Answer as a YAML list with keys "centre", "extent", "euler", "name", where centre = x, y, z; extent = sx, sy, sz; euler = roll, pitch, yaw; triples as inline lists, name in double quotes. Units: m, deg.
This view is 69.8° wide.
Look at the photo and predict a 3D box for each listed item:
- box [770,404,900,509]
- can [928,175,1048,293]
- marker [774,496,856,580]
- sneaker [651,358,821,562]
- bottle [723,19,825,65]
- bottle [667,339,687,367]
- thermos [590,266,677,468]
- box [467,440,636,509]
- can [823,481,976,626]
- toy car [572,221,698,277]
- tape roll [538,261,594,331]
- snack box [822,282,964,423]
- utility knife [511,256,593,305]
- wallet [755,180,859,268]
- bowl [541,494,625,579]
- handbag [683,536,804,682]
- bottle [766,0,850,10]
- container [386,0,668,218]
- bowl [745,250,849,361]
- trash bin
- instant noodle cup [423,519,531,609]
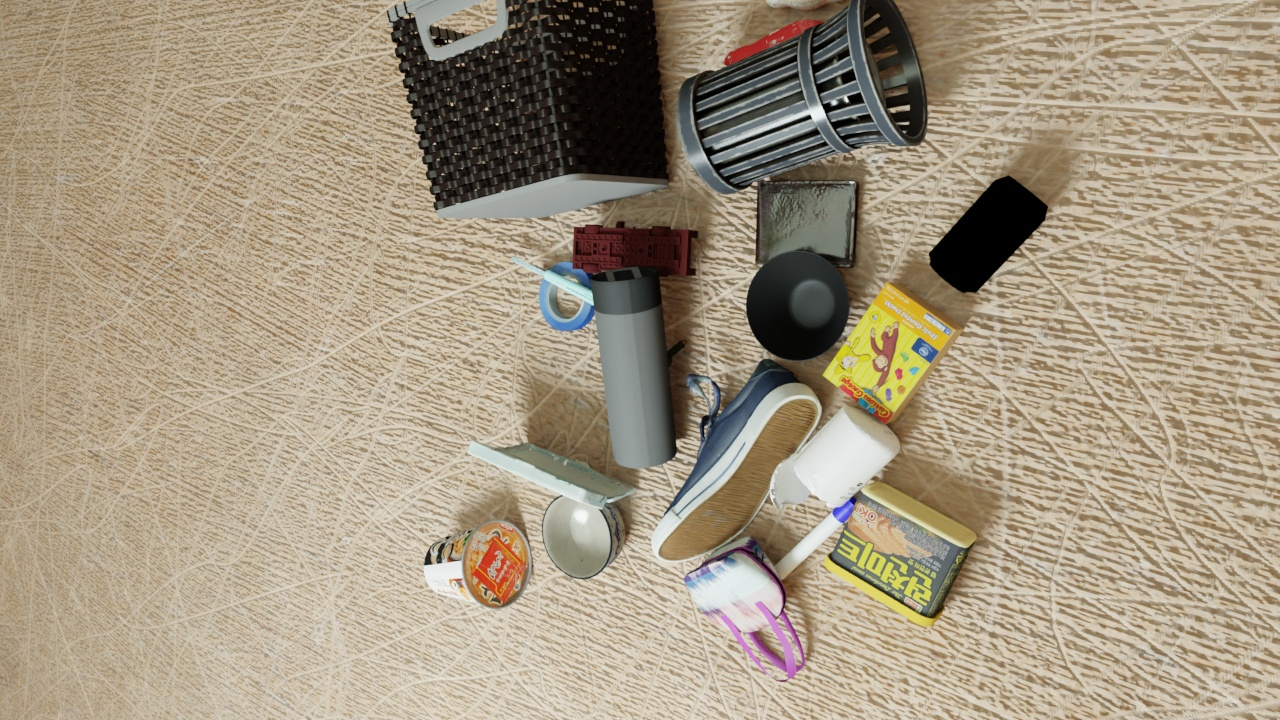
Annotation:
- centre: [0.211, 0.121, 1.037]
  extent: [0.161, 0.081, 0.092]
  euler: [-51, 53, 20]
  name: "box"
- centre: [0.352, -0.127, 0.933]
  extent: [0.063, 0.063, 0.114]
  euler: [48, 117, 20]
  name: "can"
- centre: [0.205, 0.211, 1.085]
  extent: [0.020, 0.020, 0.142]
  euler: [49, 117, 19]
  name: "marker"
- centre: [0.092, 0.116, 1.116]
  extent: [0.295, 0.120, 0.127]
  euler: [-57, 36, 22]
  name: "sneaker"
- centre: [0.163, -0.356, 1.046]
  extent: [0.142, 0.041, 0.042]
  euler: [-16, 86, 33]
  name: "bottle"
- centre: [0.021, 0.005, 1.180]
  extent: [0.106, 0.025, 0.025]
  euler: [-40, 73, 29]
  name: "bottle"
- centre: [-0.007, 0.007, 1.126]
  extent: [0.082, 0.082, 0.241]
  euler: [7, 115, 32]
  name: "thermos"
- centre: [-0.120, 0.150, 1.217]
  extent: [0.197, 0.135, 0.043]
  euler: [19, 94, 30]
  name: "box"
- centre: [0.284, 0.207, 1.003]
  extent: [0.131, 0.072, 0.101]
  euler: [29, 106, 28]
  name: "can"
- centre: [-0.003, -0.139, 1.160]
  extent: [0.170, 0.061, 0.070]
  euler: [7, 98, 32]
  name: "toy car"
- centre: [-0.098, -0.087, 1.253]
  extent: [0.091, 0.016, 0.093]
  euler: [-12, 88, 33]
  name: "tape roll"
- centre: [0.276, -0.009, 1.006]
  extent: [0.088, 0.040, 0.126]
  euler: [41, 114, 23]
  name: "snack box"
- centre: [-0.114, -0.110, 1.242]
  extent: [0.168, 0.015, 0.022]
  euler: [28, 140, 29]
  name: "utility knife"
- centre: [0.190, -0.157, 1.056]
  extent: [0.120, 0.031, 0.099]
  euler: [5, 100, 30]
  name: "wallet"
- centre: [-0.070, 0.230, 1.239]
  extent: [0.116, 0.059, 0.115]
  euler: [3, 96, 32]
  name: "bowl"
- centre: [0.137, 0.308, 1.112]
  extent: [0.145, 0.067, 0.170]
  euler: [-38, 82, 46]
  name: "handbag"
- centre: [0.189, -0.419, 1.011]
  extent: [0.109, 0.063, 0.063]
  euler: [17, 103, 31]
  name: "bottle"
- centre: [-0.123, -0.315, 1.117]
  extent: [0.248, 0.245, 0.243]
  euler: [-7, 94, 33]
  name: "container"
- centre: [0.188, -0.063, 1.050]
  extent: [0.124, 0.052, 0.124]
  euler: [3, 96, 32]
  name: "bowl"
- centre: [0.166, -0.276, 0.986]
  extent: [0.228, 0.164, 0.164]
  euler: [-12, 87, 36]
  name: "trash bin"
- centre: [-0.244, 0.296, 1.330]
  extent: [0.122, 0.123, 0.123]
  euler: [-13, 87, 42]
  name: "instant noodle cup"
